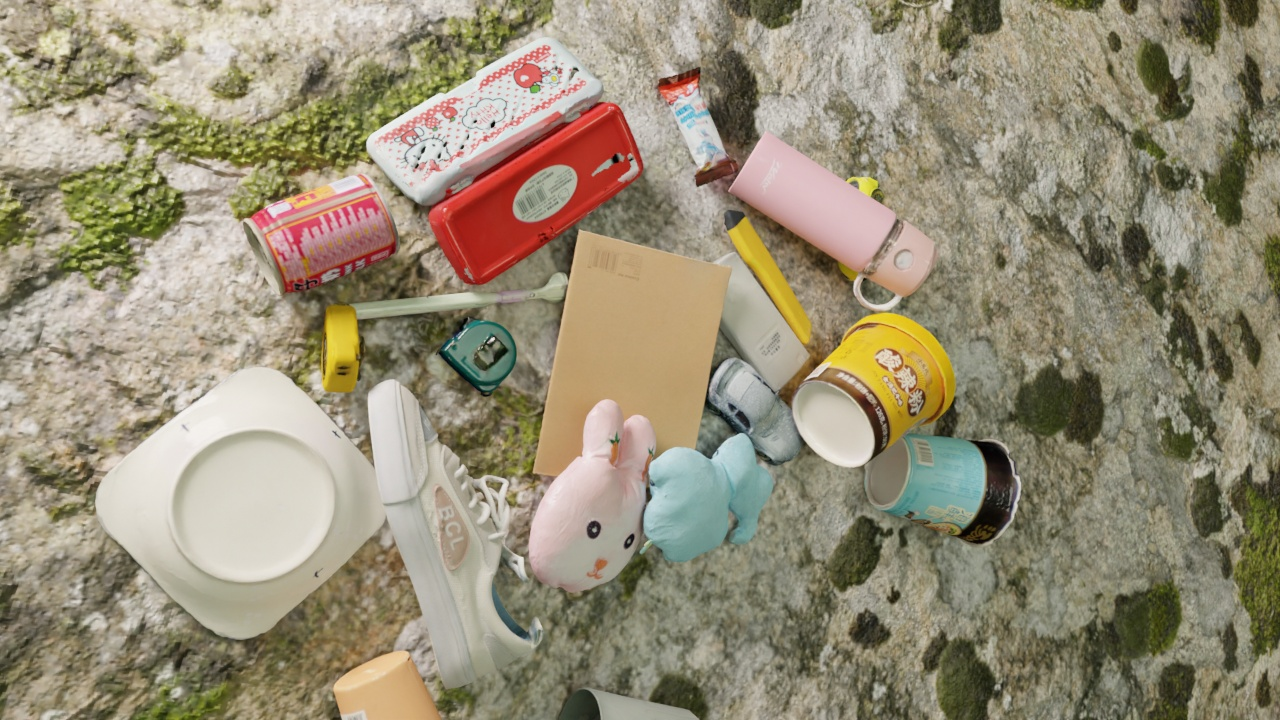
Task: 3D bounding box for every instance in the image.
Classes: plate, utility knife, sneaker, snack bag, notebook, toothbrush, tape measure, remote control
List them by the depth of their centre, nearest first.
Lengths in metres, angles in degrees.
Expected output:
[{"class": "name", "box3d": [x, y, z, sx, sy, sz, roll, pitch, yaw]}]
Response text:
[{"class": "plate", "box3d": [-0.281, 0.103, 0.664, 0.164, 0.034, 0.163, -45, 106, -21]}, {"class": "tape measure", "box3d": [-0.222, -0.004, 0.686, 0.028, 0.057, 0.060, 3, 46, -24]}, {"class": "sneaker", "box3d": [-0.138, 0.126, 0.699, 0.090, 0.089, 0.242, -17, 98, -11]}, {"class": "toothbrush", "box3d": [-0.149, -0.049, 0.748, 0.189, 0.020, 0.029, -9, 123, -25]}, {"class": "tape measure", "box3d": [-0.129, -0.006, 0.751, 0.058, 0.025, 0.054, 46, 70, -18]}, {"class": "notebook", "box3d": [-0.005, 0.005, 0.805, 0.149, 0.012, 0.211, 11, 90, -24]}, {"class": "snack bag", "box3d": [0.054, -0.217, 0.854, 0.048, 0.026, 0.104, -23, 97, -13]}, {"class": "remote control", "box3d": [0.105, -0.036, 0.872, 0.056, 0.019, 0.135, -45, 106, -21]}, {"class": "utility knife", "box3d": [0.122, -0.080, 0.883, 0.154, 0.015, 0.033, 56, 46, -13]}]

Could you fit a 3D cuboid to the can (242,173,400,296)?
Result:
[{"class": "can", "box3d": [-0.236, -0.093, 0.679, 0.093, 0.067, 0.066, -28, 99, -25]}]

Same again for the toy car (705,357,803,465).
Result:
[{"class": "toy car", "box3d": [0.110, 0.048, 0.862, 0.120, 0.037, 0.054, 45, 68, -21]}]

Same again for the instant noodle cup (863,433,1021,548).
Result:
[{"class": "instant noodle cup", "box3d": [0.293, 0.122, 0.916, 0.120, 0.111, 0.111, 13, 81, -17]}]

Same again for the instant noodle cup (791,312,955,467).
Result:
[{"class": "instant noodle cup", "box3d": [0.212, 0.032, 0.859, 0.114, 0.119, 0.118, -33, 101, -31]}]

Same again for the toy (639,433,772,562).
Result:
[{"class": "toy", "box3d": [0.057, 0.124, 0.809, 0.155, 0.050, 0.161, -51, 129, -30]}]

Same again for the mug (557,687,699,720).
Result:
[{"class": "mug", "box3d": [-0.018, 0.339, 0.763, 0.103, 0.083, 0.124, 20, 105, -25]}]

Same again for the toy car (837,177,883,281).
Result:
[{"class": "toy car", "box3d": [0.215, -0.131, 0.917, 0.032, 0.048, 0.105, 4, 85, -25]}]

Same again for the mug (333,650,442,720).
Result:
[{"class": "mug", "box3d": [-0.180, 0.286, 0.684, 0.078, 0.078, 0.123, -22, 92, -26]}]

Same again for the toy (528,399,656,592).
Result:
[{"class": "toy", "box3d": [-0.035, 0.114, 0.758, 0.121, 0.054, 0.159, 28, 78, -51]}]

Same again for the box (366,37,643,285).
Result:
[{"class": "box", "box3d": [-0.103, -0.171, 0.759, 0.200, 0.065, 0.160, -39, 100, -24]}]

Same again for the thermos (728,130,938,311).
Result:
[{"class": "thermos", "box3d": [0.177, -0.126, 0.861, 0.198, 0.067, 0.087, 33, 104, -3]}]
